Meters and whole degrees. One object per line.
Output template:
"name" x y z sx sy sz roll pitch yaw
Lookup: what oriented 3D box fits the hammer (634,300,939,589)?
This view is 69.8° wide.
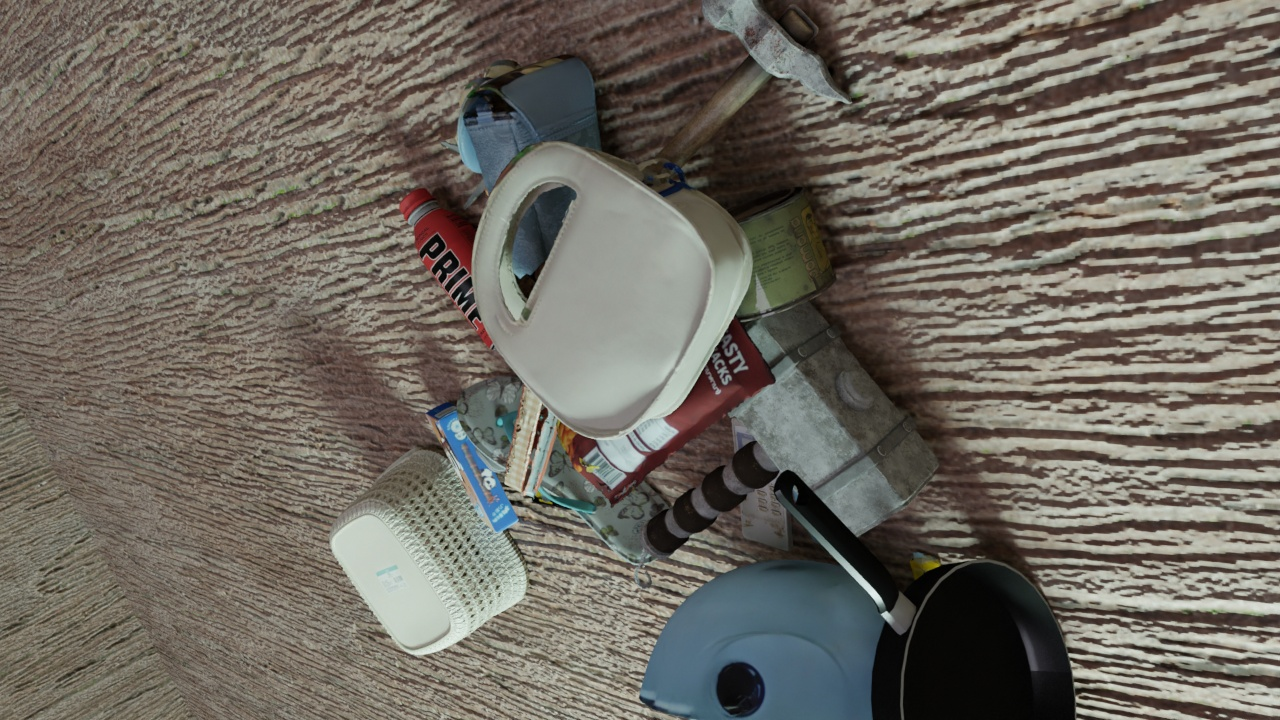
"hammer" 0.077 0.105 0.785 0.177 0.079 0.327 53 132 9

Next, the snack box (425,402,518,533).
"snack box" -0.200 0.124 1.082 0.151 0.034 0.087 66 161 -12

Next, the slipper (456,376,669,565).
"slipper" -0.071 0.100 0.940 0.269 0.098 0.055 37 161 5

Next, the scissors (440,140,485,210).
"scissors" -0.127 -0.191 0.863 0.141 0.014 0.175 42 134 7

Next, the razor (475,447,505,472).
"razor" -0.147 0.096 1.027 0.047 0.088 0.116 49 155 5

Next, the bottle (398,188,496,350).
"bottle" -0.179 -0.097 0.931 0.176 0.062 0.062 52 136 2

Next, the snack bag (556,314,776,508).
"snack bag" 0.007 0.018 0.730 0.209 0.066 0.138 -50 53 42

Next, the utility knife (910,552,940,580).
"utility knife" 0.260 0.230 0.798 0.031 0.017 0.151 -7 108 33

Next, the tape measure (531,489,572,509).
"tape measure" -0.101 0.137 1.029 0.062 0.034 0.061 2 115 39

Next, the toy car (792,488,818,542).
"toy car" 0.158 0.103 0.791 0.060 0.027 0.108 -12 100 39

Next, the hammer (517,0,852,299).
"hammer" 0.007 -0.132 0.685 0.121 0.048 0.319 47 113 1

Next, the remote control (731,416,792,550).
"remote control" 0.113 0.114 0.851 0.050 0.011 0.136 12 123 35

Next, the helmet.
"helmet" 0.133 0.258 0.792 0.266 0.225 0.166 -1 72 22

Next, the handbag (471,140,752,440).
"handbag" -0.032 -0.058 0.666 0.199 0.092 0.201 40 119 16

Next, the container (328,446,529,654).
"container" -0.271 0.246 1.163 0.185 0.142 0.246 -34 92 33

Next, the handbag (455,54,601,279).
"handbag" -0.088 -0.157 0.781 0.119 0.121 0.192 10 126 35

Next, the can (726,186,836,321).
"can" 0.092 -0.081 0.691 0.090 0.089 0.074 -10 109 43

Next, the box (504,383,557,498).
"box" -0.095 0.048 0.844 0.059 0.056 0.187 58 139 47

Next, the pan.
"pan" 0.200 0.201 0.663 0.355 0.203 0.044 46 148 -18
